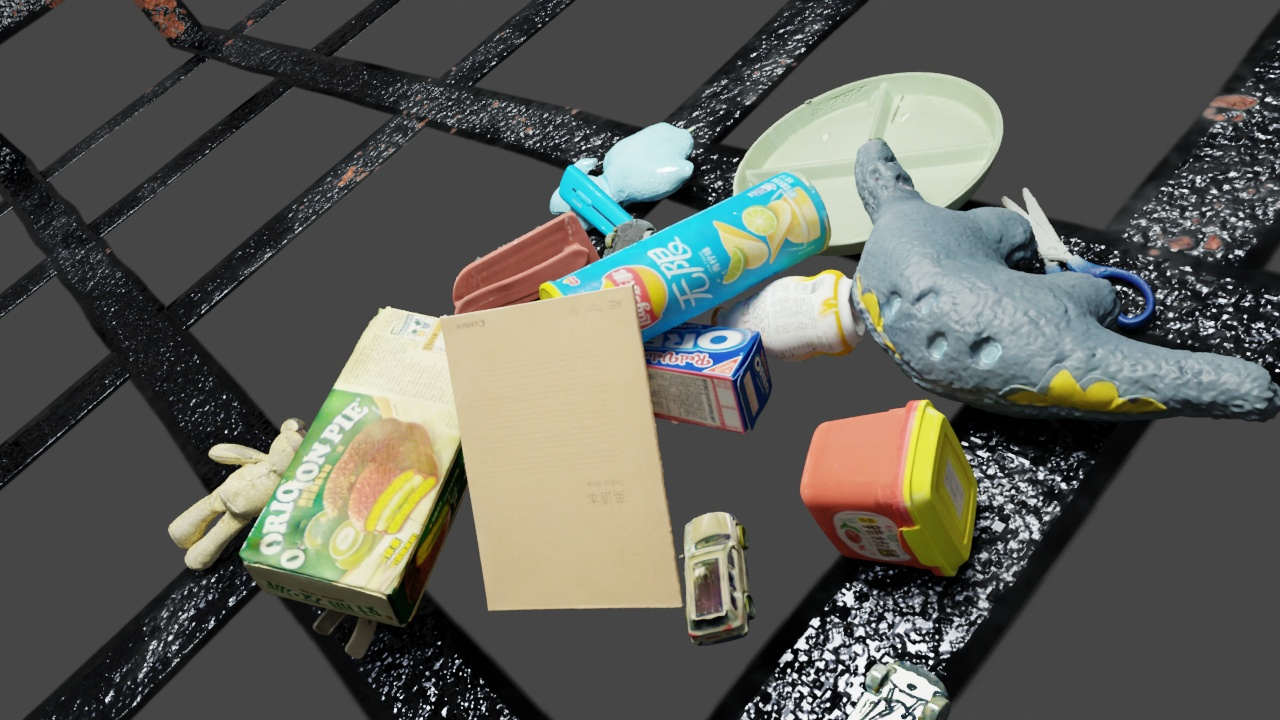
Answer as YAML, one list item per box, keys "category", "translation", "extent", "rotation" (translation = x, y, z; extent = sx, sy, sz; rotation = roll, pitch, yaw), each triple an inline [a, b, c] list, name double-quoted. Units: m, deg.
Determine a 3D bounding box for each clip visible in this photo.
- category: "clip"
  translation: [-0.202, 0.172, 0.696]
  extent: [0.070, 0.034, 0.099]
  rotation: [16, 63, 40]

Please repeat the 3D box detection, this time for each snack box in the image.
- category: "snack box"
  translation: [-0.189, 0.072, 0.698]
  extent: [0.114, 0.063, 0.239]
  rotation: [11, 53, 8]
- category: "snack box"
  translation: [-0.004, 0.004, 0.704]
  extent: [0.208, 0.058, 0.057]
  rotation: [9, 44, 30]
- category: "snack box"
  translation: [0.145, 0.074, 0.538]
  extent: [0.080, 0.091, 0.081]
  rotation: [-6, 46, 36]

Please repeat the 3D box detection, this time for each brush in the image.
- category: "brush"
  translation: [-0.113, -0.082, 0.867]
  extent: [0.146, 0.063, 0.069]
  rotation: [-24, 28, 10]

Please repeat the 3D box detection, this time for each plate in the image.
- category: "plate"
  translation: [0.193, -0.171, 0.795]
  extent: [0.230, 0.027, 0.229]
  rotation: [-18, 43, 17]

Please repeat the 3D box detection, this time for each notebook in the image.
- category: "notebook"
  translation: [-0.055, 0.063, 0.618]
  extent: [0.150, 0.211, 0.012]
  rotation: [-8, 2, 25]

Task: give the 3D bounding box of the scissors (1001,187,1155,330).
- category: "scissors"
  translation: [0.285, -0.067, 0.649]
  extent: [0.126, 0.012, 0.173]
  rotation: [-38, 40, -8]

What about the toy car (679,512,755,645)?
- category: "toy car"
  translation: [0.047, 0.133, 0.580]
  extent: [0.042, 0.035, 0.090]
  rotation: [-16, 41, 15]

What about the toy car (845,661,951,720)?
- category: "toy car"
  translation: [0.124, 0.198, 0.470]
  extent: [0.043, 0.034, 0.090]
  rotation: [17, 58, 44]

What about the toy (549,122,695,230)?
- category: "toy"
  translation: [-0.013, -0.188, 0.920]
  extent: [0.156, 0.050, 0.161]
  rotation: [-48, 42, -2]

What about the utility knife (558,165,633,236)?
- category: "utility knife"
  translation: [-0.026, -0.132, 0.870]
  extent: [0.161, 0.018, 0.034]
  rotation: [44, 105, 30]

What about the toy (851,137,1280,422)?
- category: "toy"
  translation: [0.218, -0.044, 0.602]
  extent: [0.138, 0.091, 0.356]
  rotation: [-37, 42, 3]

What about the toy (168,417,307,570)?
- category: "toy"
  translation: [-0.349, 0.123, 0.821]
  extent: [0.157, 0.066, 0.105]
  rotation: [-41, 74, -4]

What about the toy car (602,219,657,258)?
- category: "toy car"
  translation: [-0.013, -0.077, 0.821]
  extent: [0.049, 0.031, 0.105]
  rotation: [4, 67, 31]

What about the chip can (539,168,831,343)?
- category: "chip can"
  translation: [0.035, -0.066, 0.671]
  extent: [0.210, 0.071, 0.071]
  rotation: [-27, 39, -15]

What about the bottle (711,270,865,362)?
- category: "bottle"
  translation: [0.108, -0.030, 0.680]
  extent: [0.109, 0.063, 0.063]
  rotation: [-8, 46, 27]
